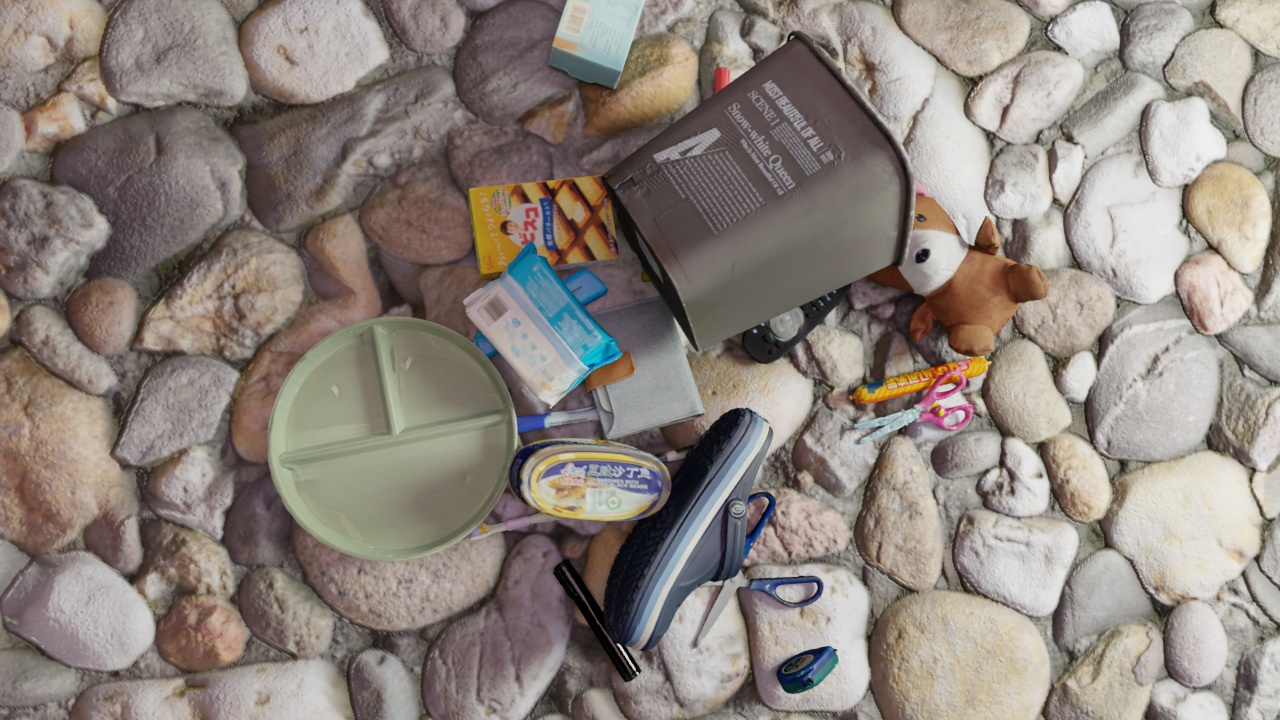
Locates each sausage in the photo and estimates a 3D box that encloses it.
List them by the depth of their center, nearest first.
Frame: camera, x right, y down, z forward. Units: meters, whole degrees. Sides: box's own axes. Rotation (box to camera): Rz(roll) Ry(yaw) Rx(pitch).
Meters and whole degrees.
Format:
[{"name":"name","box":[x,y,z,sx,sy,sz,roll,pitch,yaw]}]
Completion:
[{"name":"sausage","box":[0.296,0.021,0.967,0.165,0.021,0.021,-13,87,-10]}]

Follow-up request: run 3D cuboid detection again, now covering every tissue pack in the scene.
[{"name":"tissue pack","box":[-0.092,-0.032,0.865,0.090,0.063,0.140,-41,86,3]}]

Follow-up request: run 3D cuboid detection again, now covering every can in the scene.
[{"name":"can","box":[-0.047,0.112,0.859,0.148,0.049,0.074,7,88,-20]}]

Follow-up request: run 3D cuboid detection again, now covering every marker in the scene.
[{"name":"marker","box":[-0.042,0.252,0.889,0.020,0.022,0.132,-33,90,25]},{"name":"marker","box":[-0.051,0.054,0.910,0.145,0.017,0.017,-8,86,-10]},{"name":"marker","box":[0.083,-0.235,0.960,0.017,0.017,0.145,4,84,-9]}]

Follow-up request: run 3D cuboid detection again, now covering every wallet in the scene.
[{"name":"wallet","box":[-0.005,0.005,0.901,0.106,0.037,0.129,-14,73,-9]}]

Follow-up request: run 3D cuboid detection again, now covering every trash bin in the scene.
[{"name":"trash bin","box":[0.102,-0.141,0.841,0.219,0.199,0.199,-29,64,-2]}]

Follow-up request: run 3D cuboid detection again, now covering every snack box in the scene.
[{"name":"snack box","box":[-0.096,-0.133,0.914,0.140,0.034,0.087,-8,85,-8]},{"name":"snack box","box":[-0.033,-0.373,0.937,0.074,0.052,0.174,18,83,-8]}]

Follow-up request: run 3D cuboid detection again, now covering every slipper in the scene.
[{"name":"slipper","box":[0.056,0.164,0.876,0.095,0.105,0.252,34,78,-10]}]

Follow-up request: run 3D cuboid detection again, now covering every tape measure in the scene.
[{"name":"tape measure","box":[0.162,0.306,0.901,0.058,0.055,0.025,-25,85,-43]}]

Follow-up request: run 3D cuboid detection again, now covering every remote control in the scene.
[{"name":"remote control","box":[0.161,-0.052,0.947,0.136,0.024,0.053,-44,93,-1]}]

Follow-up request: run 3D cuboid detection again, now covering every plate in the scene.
[{"name":"plate","box":[-0.231,0.073,0.866,0.230,0.027,0.230,0,84,-4]}]

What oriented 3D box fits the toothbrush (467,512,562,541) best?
[{"name":"toothbrush","box":[-0.075,0.145,0.896,0.189,0.029,0.020,-11,128,-11]}]

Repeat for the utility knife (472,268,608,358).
[{"name":"utility knife","box":[-0.118,-0.036,0.908,0.185,0.018,0.034,-32,91,-9]}]

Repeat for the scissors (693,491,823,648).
[{"name":"scissors","box":[0.106,0.214,0.922,0.162,0.012,0.175,21,84,-6]}]

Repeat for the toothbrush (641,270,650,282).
[{"name":"toothbrush","box":[0.092,-0.105,0.950,0.190,0.016,0.016,-11,82,-10]}]

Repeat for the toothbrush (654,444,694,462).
[{"name":"toothbrush","box":[0.041,0.097,0.923,0.185,0.012,0.017,-13,92,-10]}]

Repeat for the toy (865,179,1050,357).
[{"name":"toy","box":[0.299,-0.095,0.936,0.199,0.130,0.140,40,104,4]}]

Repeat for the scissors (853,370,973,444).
[{"name":"scissors","box":[0.283,0.048,0.956,0.137,0.017,0.077,-10,112,-8]}]
